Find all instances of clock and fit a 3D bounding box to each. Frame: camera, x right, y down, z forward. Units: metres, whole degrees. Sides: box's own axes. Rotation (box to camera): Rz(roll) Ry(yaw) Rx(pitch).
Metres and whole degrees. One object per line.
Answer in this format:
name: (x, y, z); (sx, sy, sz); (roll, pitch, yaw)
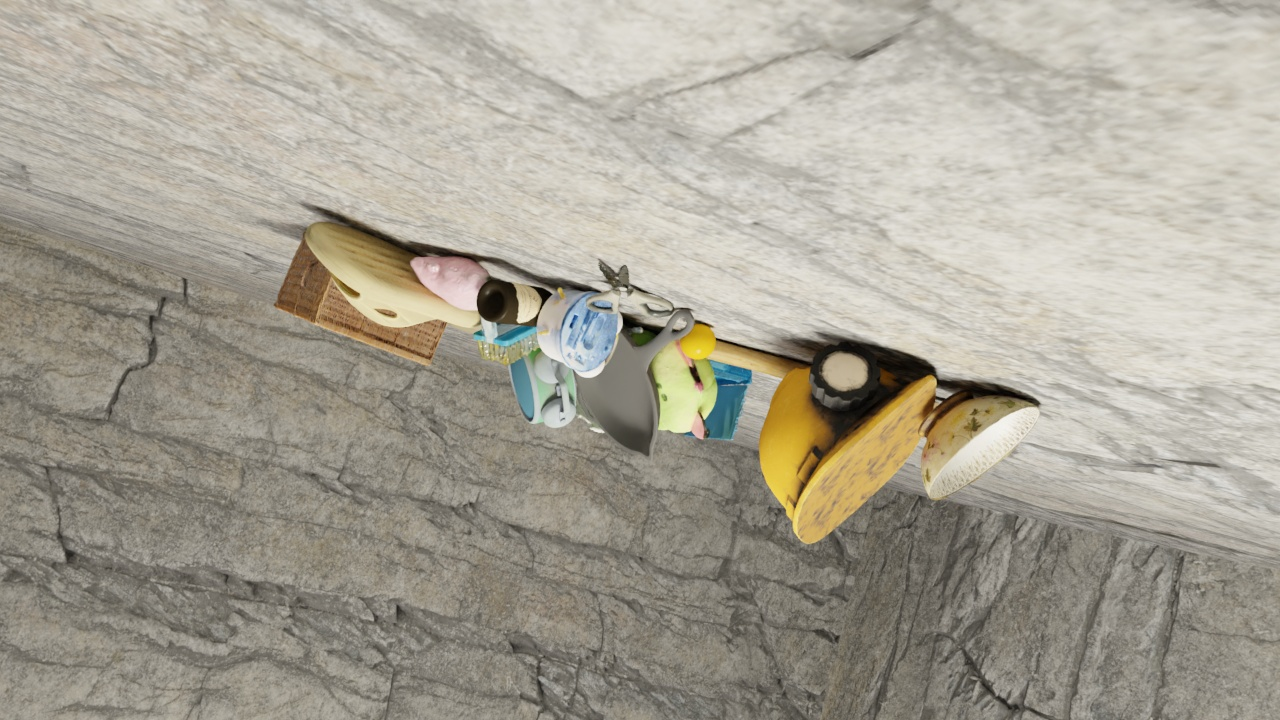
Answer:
clock: (-0.123, 0.026, 1.223); (0.075, 0.122, 0.162); (-14, -159, -20)
clock: (-0.062, -0.030, 1.026); (0.052, 0.088, 0.125); (18, 169, 38)

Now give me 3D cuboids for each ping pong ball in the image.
ping pong ball: (0.064, -0.021, 1.023); (0.040, 0.040, 0.040); (15, 174, 1)

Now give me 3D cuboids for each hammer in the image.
hammer: (0.239, 0.029, 1.096); (0.330, 0.033, 0.132); (16, 175, 5)

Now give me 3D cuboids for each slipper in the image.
slipper: (-0.282, -0.076, 1.059); (0.111, 0.079, 0.261); (49, -164, 30)

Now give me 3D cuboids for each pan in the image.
pan: (-0.007, 0.006, 1.112); (0.024, 0.216, 0.356); (-24, 172, -28)

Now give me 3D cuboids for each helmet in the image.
helmet: (0.200, 0.073, 0.985); (0.131, 0.205, 0.256); (44, 161, 27)

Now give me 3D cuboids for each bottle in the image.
bottle: (-0.110, -0.060, 1.045); (0.045, 0.045, 0.184); (12, -176, 30)

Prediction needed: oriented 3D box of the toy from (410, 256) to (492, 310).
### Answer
toy: (-0.210, -0.091, 1.026); (0.096, 0.052, 0.099); (22, 165, -3)

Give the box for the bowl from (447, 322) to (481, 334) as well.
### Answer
bowl: (-0.228, -0.063, 1.321); (0.152, 0.050, 0.152); (15, 174, 1)

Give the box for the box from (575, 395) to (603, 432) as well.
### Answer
box: (-0.040, 0.042, 1.348); (0.084, 0.146, 0.136); (34, 173, -1)

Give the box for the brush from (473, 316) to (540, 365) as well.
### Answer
brush: (-0.146, -0.051, 1.148); (0.055, 0.075, 0.135); (13, -155, 30)

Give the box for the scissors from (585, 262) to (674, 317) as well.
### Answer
scissors: (-0.009, -0.068, 0.916); (0.150, 0.012, 0.165); (12, 165, -27)

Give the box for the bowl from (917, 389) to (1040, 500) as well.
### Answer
bowl: (0.341, 0.076, 0.964); (0.145, 0.145, 0.063); (25, -154, -56)

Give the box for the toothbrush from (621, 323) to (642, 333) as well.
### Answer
toothbrush: (-0.035, -0.039, 1.198); (0.024, 0.022, 0.186); (-2, -177, -24)

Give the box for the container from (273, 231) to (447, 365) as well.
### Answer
container: (-0.349, -0.081, 1.177); (0.113, 0.113, 0.198); (17, 174, 38)

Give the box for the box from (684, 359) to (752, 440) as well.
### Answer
box: (0.075, 0.054, 1.340); (0.094, 0.112, 0.232); (16, 174, -13)

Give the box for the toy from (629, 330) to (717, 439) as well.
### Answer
toy: (0.033, 0.025, 1.188); (0.107, 0.150, 0.197); (-28, -158, -37)
